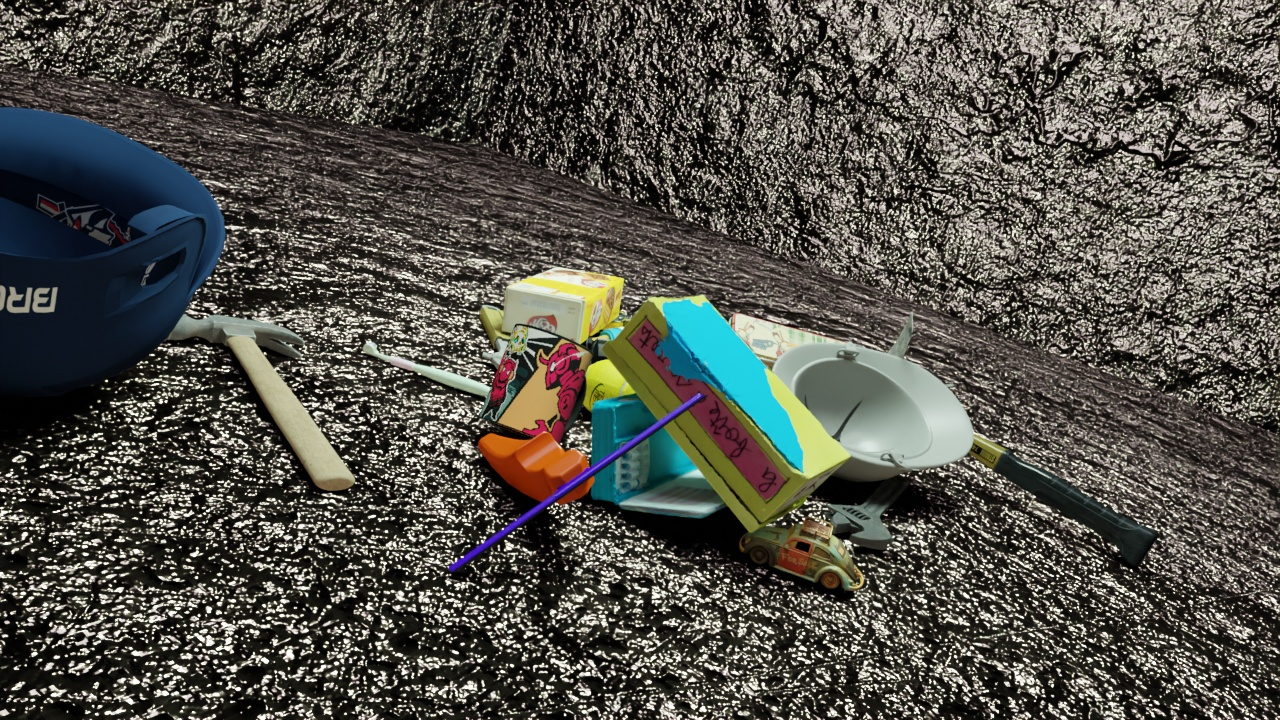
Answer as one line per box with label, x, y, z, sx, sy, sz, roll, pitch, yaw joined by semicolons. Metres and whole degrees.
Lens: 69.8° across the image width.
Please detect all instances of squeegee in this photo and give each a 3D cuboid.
squeegee;-0.087;0.089;0.776;0.249;0.055;0.185;-33;25;-28

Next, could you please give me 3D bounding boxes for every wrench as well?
wrench;0.261;0.159;1.010;0.073;0.018;0.272;22;15;23
wrench;-0.173;-0.026;1.190;0.083;0.018;0.273;11;16;-21

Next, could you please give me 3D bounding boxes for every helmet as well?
helmet;0.252;0.083;1.091;0.270;0.118;0.183;8;46;-23
helmet;-0.459;-0.093;0.712;0.232;0.224;0.271;28;43;-12

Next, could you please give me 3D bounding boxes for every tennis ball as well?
tennis ball;-0.037;0.033;1.041;0.065;0.065;0.065;16;15;-5

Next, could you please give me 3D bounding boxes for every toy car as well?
toy car;0.145;0.163;0.808;0.112;0.047;0.047;17;13;13
toy car;-0.058;-0.059;1.407;0.107;0.030;0.049;6;19;-14

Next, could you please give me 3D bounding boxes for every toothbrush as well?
toothbrush;-0.232;0.011;1.003;0.155;0.015;0.022;19;-16;10

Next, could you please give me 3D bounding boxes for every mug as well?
mug;-0.092;0.030;0.906;0.082;0.098;0.118;15;-10;32

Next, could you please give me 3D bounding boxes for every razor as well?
razor;-0.007;0.007;1.198;0.156;0.057;0.060;8;-14;-27

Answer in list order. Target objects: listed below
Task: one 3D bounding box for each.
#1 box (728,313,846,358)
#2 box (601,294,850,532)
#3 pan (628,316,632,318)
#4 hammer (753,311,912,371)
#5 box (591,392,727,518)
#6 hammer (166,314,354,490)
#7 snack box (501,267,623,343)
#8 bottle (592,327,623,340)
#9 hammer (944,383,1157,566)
box;0.221;0.005;1.343;0.205;0.050;0.117;16;53;-8
box;0.078;0.040;0.850;0.221;0.081;0.124;47;25;17
pan;0.147;-0.014;1.456;0.357;0.055;0.187;23;17;6
hammer;0.182;-0.012;1.192;0.300;0.218;0.037;15;49;0
box;0.062;0.079;0.887;0.121;0.098;0.226;6;8;31
hammer;-0.328;0.026;0.823;0.119;0.031;0.331;4;19;-40
snack box;-0.101;-0.080;1.274;0.110;0.062;0.229;10;14;9
bottle;-0.014;-0.021;1.282;0.146;0.051;0.051;4;20;-38
hammer;0.481;0.141;1.163;0.333;0.118;0.025;34;25;33
